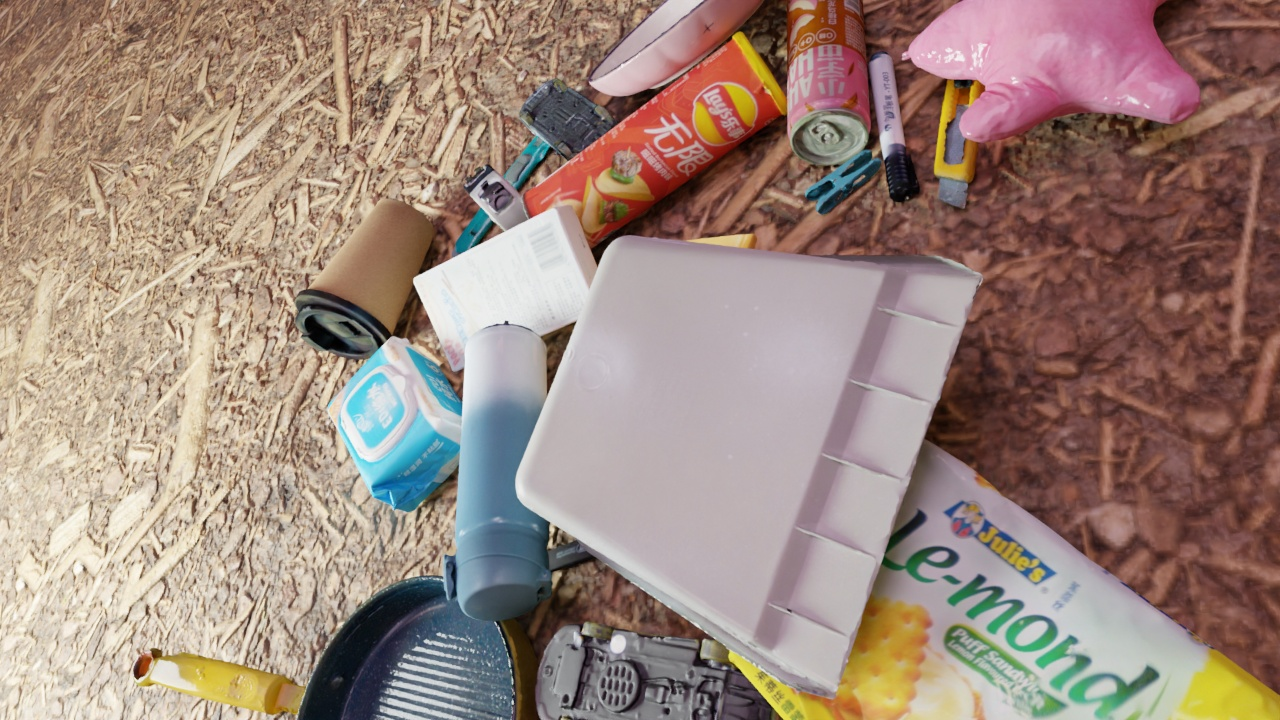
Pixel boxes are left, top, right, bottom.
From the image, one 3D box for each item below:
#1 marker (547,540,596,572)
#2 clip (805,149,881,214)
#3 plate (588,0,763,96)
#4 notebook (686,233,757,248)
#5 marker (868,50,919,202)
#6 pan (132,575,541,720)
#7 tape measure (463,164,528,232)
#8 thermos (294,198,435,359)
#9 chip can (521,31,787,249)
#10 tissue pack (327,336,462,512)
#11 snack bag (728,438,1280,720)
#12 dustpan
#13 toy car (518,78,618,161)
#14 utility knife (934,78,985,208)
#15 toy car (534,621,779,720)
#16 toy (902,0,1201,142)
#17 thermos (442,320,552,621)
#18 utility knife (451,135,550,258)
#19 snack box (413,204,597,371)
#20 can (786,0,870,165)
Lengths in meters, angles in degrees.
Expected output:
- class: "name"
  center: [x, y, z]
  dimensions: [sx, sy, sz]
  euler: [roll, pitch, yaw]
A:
- class: "marker"
  center: [-0.018, 0.119, 0.616]
  dimensions: [0.124, 0.015, 0.018]
  euler: [-24, 50, 23]
- class: "clip"
  center: [0.143, -0.126, 0.646]
  dimensions: [0.057, 0.014, 0.046]
  euler: [-39, 47, 12]
- class: "plate"
  center: [0.043, -0.276, 0.749]
  dimensions: [0.193, 0.039, 0.192]
  euler: [-35, 22, 16]
- class: "notebook"
  center: [-0.004, 0.004, 0.655]
  dimensions: [0.146, 0.010, 0.206]
  euler: [1, 65, 48]
- class: "marker"
  center: [0.177, -0.167, 0.644]
  dimensions: [0.022, 0.018, 0.130]
  euler: [-2, 61, 5]
- class: "pan"
  center: [-0.227, 0.243, 0.646]
  dimensions: [0.358, 0.078, 0.197]
  euler: [-4, 62, 33]
- class: "tape measure"
  center: [-0.114, -0.130, 0.790]
  dimensions: [0.033, 0.066, 0.066]
  euler: [-45, 47, 1]
- class: "thermos"
  center: [-0.248, -0.074, 0.840]
  dimensions: [0.093, 0.093, 0.143]
  euler: [3, 59, 35]
- class: "chip can"
  center: [0.010, -0.164, 0.720]
  dimensions: [0.217, 0.073, 0.073]
  euler: [-32, 51, 15]
- class: "tissue pack"
  center: [-0.195, 0.049, 0.744]
  dimensions: [0.090, 0.063, 0.140]
  euler: [-46, 49, 3]
- class: "snack bag"
  center: [0.162, 0.156, 0.435]
  dimensions: [0.158, 0.068, 0.246]
  euler: [-49, 48, 2]
- class: "dustpan"
  center: [0.041, 0.035, 0.548]
  dimensions: [0.258, 0.142, 0.222]
  euler: [19, 84, 24]
- class: "toy car"
  center: [-0.062, -0.209, 0.817]
  dimensions: [0.054, 0.037, 0.120]
  euler: [-46, 52, 0]
- class: "utility knife"
  center: [0.220, -0.176, 0.620]
  dimensions: [0.033, 0.015, 0.173]
  euler: [-2, 64, 36]
- class: "toy car"
  center: [0.006, 0.194, 0.538]
  dimensions: [0.158, 0.042, 0.070]
  euler: [1, 65, 34]
- class: "toy"
  center: [0.256, -0.215, 0.579]
  dimensions: [0.179, 0.074, 0.194]
  euler: [3, 63, 30]
- class: "thermos"
  center: [-0.097, 0.072, 0.643]
  dimensions: [0.070, 0.070, 0.220]
  euler: [-25, 44, 21]
- class: "utility knife"
  center: [-0.126, -0.155, 0.848]
  dimensions: [0.029, 0.013, 0.160]
  euler: [33, 85, 41]
- class: "snack box"
  center: [-0.103, -0.054, 0.724]
  dimensions: [0.157, 0.026, 0.084]
  euler: [-20, 94, 32]
- class: "can"
  center: [0.136, -0.218, 0.673]
  dimensions: [0.058, 0.058, 0.147]
  euler: [-12, 58, 29]
